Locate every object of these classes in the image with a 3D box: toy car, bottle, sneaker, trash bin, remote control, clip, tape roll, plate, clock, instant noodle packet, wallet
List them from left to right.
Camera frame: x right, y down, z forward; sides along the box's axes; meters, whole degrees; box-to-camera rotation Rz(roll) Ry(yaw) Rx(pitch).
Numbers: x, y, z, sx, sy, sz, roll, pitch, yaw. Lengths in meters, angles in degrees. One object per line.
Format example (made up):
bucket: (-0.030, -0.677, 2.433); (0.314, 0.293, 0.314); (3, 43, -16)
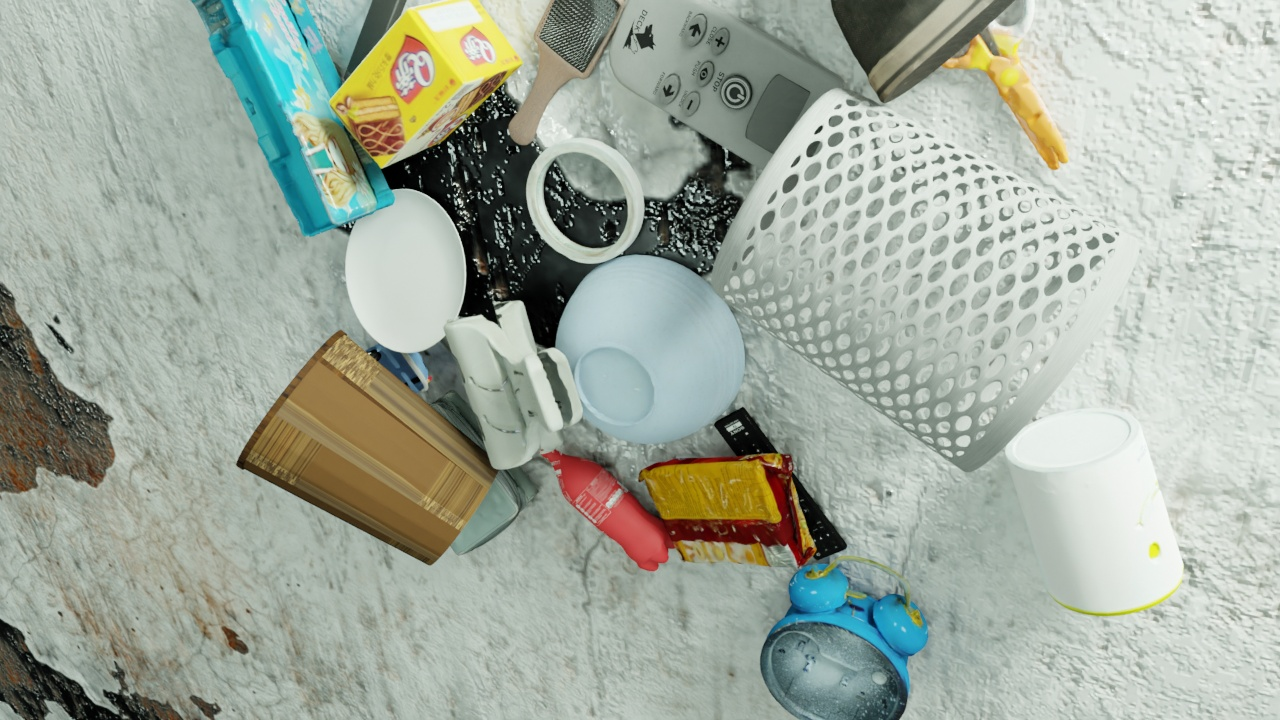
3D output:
toy car: (-0.255, 0.024, 0.830); (0.154, 0.054, 0.056); (-24, 110, 26)
plate: (-0.193, -0.074, 0.762); (0.135, 0.011, 0.134); (4, 97, 30)
wallet: (-0.166, 0.101, 0.836); (0.101, 0.054, 0.131); (-37, 95, 24)
clip: (-0.104, 0.023, 0.702); (0.104, 0.152, 0.126); (-20, 103, -8)
tape roll: (-0.041, -0.118, 0.680); (0.093, 0.013, 0.093); (12, 121, 21)
bottle: (-0.030, 0.121, 0.783); (0.141, 0.041, 0.042); (42, 126, 1)
remote control: (0.050, -0.184, 0.595); (0.151, 0.019, 0.074); (33, 125, 8)
instant noodle packet: (0.069, 0.118, 0.725); (0.136, 0.039, 0.098); (-9, 114, 42)
remote control: (0.110, 0.098, 0.720); (0.030, 0.009, 0.140); (-33, 98, 35)
clock: (0.164, 0.225, 0.731); (0.117, 0.060, 0.162); (23, 122, 16)
trash bin: (0.153, -0.052, 0.533); (0.183, 0.156, 0.157); (34, 126, 10)
sneaker: (0.178, -0.255, 0.455); (0.120, 0.095, 0.235); (52, 126, 4)

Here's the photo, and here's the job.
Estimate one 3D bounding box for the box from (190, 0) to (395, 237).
box: (-0.264, -0.214, 0.698); (0.172, 0.084, 0.227); (8, 123, 61)

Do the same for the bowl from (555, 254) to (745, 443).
bowl: (-0.004, 0.004, 0.688); (0.151, 0.074, 0.151); (12, 121, 20)

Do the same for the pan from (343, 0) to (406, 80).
pan: (-0.132, -0.324, 0.598); (0.178, 0.041, 0.358); (40, 126, 3)

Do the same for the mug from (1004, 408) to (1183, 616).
mug: (0.288, 0.095, 0.585); (0.083, 0.082, 0.106); (-14, 107, 32)

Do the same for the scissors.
scissors: (0.215, -0.165, 0.528); (0.066, 0.013, 0.128); (-33, 97, 36)

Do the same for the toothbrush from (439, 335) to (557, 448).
toothbrush: (-0.136, 0.008, 0.790); (0.185, 0.022, 0.024); (46, 146, -4)

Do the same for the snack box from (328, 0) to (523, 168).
snack box: (-0.152, -0.197, 0.650); (0.106, 0.083, 0.061); (-31, 100, 34)

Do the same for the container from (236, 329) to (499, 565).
container: (-0.211, 0.077, 0.742); (0.167, 0.131, 0.132); (36, 127, -10)

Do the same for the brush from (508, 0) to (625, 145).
brush: (-0.061, -0.205, 0.642); (0.050, 0.015, 0.136); (40, 126, 4)
